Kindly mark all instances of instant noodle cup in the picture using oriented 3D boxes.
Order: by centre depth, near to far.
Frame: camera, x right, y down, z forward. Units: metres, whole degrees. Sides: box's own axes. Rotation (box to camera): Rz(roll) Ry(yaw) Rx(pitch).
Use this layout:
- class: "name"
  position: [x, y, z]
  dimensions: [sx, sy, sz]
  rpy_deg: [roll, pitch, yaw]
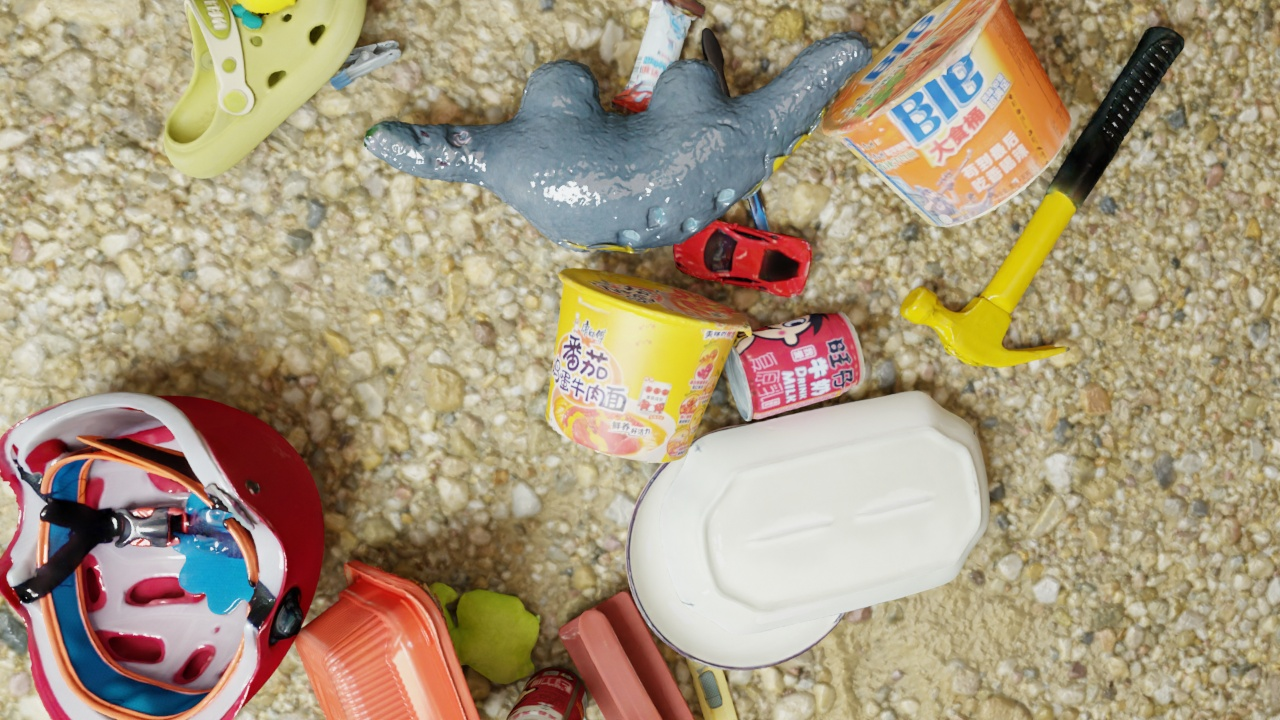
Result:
- class: "instant noodle cup"
  position: [-0.172, 0.229, 0.632]
  dimensions: [0.078, 0.189, 0.164]
  rpy_deg: [-24, 97, -32]
- class: "instant noodle cup"
  position: [0.224, -0.176, 0.660]
  dimensions: [0.151, 0.151, 0.111]
  rpy_deg: [-46, 106, 0]
- class: "instant noodle cup"
  position: [-0.004, 0.004, 0.661]
  dimensions: [0.138, 0.138, 0.110]
  rpy_deg: [13, 102, -7]

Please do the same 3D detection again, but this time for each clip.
- class: "clip"
  position: [-0.203, -0.220, 0.671]
  dimensions: [0.058, 0.027, 0.043]
  rpy_deg: [-20, 89, -4]

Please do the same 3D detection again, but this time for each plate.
- class: "plate"
  position: [0.148, 0.117, 0.691]
  dimensions: [0.265, 0.034, 0.162]
  rpy_deg: [-10, 95, -9]
- class: "plate"
  position: [0.081, 0.144, 0.720]
  dimensions: [0.192, 0.039, 0.192]
  rpy_deg: [-1, 94, -9]

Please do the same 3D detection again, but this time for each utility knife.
- class: "utility knife"
  position: [0.052, 0.256, 0.748]
  dimensions: [0.031, 0.020, 0.190]
  rpy_deg: [-18, 92, -10]

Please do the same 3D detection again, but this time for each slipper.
- class: "slipper"
  position: [-0.270, -0.210, 0.625]
  dimensions: [0.190, 0.081, 0.091]
  rpy_deg: [-46, 59, 5]

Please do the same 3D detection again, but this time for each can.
- class: "can"
  position: [-0.070, 0.267, 0.671]
  dimensions: [0.053, 0.133, 0.053]
  rpy_deg: [0, 86, 2]
- class: "can"
  position: [0.116, 0.003, 0.701]
  dimensions: [0.094, 0.066, 0.066]
  rpy_deg: [-15, 97, -4]

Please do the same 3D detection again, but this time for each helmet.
- class: "helmet"
  position: [-0.309, 0.136, 0.631]
  dimensions: [0.207, 0.143, 0.240]
  rpy_deg: [4, 96, 14]

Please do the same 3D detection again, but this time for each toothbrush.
- class: "toothbrush"
  position: [0.077, -0.162, 0.711]
  dimensions: [0.014, 0.016, 0.189]
  rpy_deg: [-20, 100, -10]

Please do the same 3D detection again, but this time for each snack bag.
- class: "snack bag"
  position: [0.014, -0.228, 0.690]
  dimensions: [0.048, 0.026, 0.104]
  rpy_deg: [21, 94, -21]

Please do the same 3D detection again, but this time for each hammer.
- class: "hammer"
  position: [0.335, -0.127, 0.727]
  dimensions: [0.129, 0.033, 0.301]
  rpy_deg: [31, 92, -8]

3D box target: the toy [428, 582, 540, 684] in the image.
- class: "toy"
  position: [-0.129, 0.212, 0.715]
  dimensions: [0.100, 0.031, 0.096]
  rpy_deg: [-21, 95, -3]

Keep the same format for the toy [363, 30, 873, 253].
- class: "toy"
  position: [-0.011, -0.146, 0.655]
  dimensions: [0.356, 0.091, 0.138]
  rpy_deg: [-8, 115, 0]

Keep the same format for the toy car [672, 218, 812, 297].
- class: "toy car"
  position: [0.077, -0.079, 0.703]
  dimensions: [0.106, 0.031, 0.049]
  rpy_deg: [13, 100, 0]

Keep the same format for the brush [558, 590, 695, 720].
- class: "brush"
  position: [-0.003, 0.253, 0.691]
  dimensions: [0.063, 0.069, 0.145]
  rpy_deg: [-30, 75, -1]

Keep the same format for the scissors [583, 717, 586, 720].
- class: "scissors"
  position: [-0.038, 0.328, 0.744]
  dimensions: [0.130, 0.017, 0.133]
  rpy_deg: [43, 87, -4]
